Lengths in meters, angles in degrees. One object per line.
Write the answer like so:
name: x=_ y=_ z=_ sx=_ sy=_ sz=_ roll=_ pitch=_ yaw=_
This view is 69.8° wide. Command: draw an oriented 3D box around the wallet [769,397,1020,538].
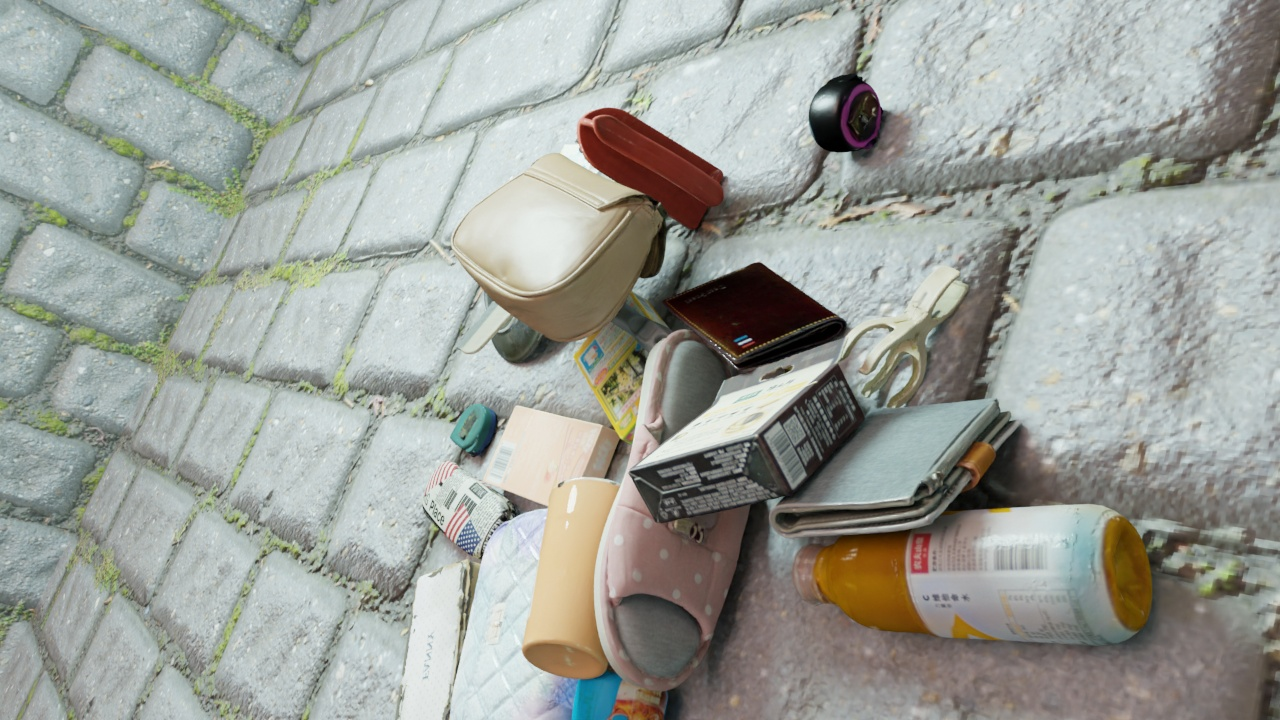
wallet: x=0.152 y=0.064 z=0.535 sx=0.107 sy=0.037 sz=0.129 roll=-11 pitch=15 yaw=45

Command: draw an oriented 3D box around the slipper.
slipper: x=0.032 y=0.094 z=0.652 sx=0.055 sy=0.114 sz=0.273 roll=-25 pitch=42 yaw=43

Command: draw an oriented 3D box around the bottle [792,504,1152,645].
bottle: x=0.169 y=0.117 z=0.502 sx=0.190 sy=0.068 sz=0.067 roll=-14 pitch=56 yaw=46

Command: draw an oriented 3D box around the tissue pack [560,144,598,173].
tissue pack: x=-0.051 y=-0.177 z=0.972 sx=0.140 sy=0.063 sz=0.090 roll=17 pitch=81 yaw=54

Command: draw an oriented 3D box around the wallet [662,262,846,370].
wallet: x=0.085 y=-0.036 z=0.708 sx=0.096 sy=0.020 sz=0.122 roll=-19 pitch=32 yaw=-17

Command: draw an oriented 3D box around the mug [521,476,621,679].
mug: x=-0.041 y=0.154 z=0.646 sx=0.078 sy=0.078 sz=0.122 roll=-27 pitch=35 yaw=38

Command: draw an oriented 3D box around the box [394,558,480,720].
box: x=-0.166 y=0.262 z=0.819 sx=0.090 sy=0.059 sz=0.183 roll=-26 pitch=46 yaw=37

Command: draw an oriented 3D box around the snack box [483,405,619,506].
snack box: x=-0.086 y=0.092 z=0.863 sx=0.157 sy=0.026 sz=0.084 roll=8 pitch=72 yaw=52

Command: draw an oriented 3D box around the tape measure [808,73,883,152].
tape measure: x=0.165 y=-0.195 z=0.730 sx=0.039 sy=0.057 sz=0.057 roll=15 pitch=70 yaw=52

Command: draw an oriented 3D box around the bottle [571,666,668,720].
bottle: x=-0.033 y=0.319 z=0.611 sx=0.065 sy=0.065 sz=0.218 roll=-10 pitch=59 yaw=47

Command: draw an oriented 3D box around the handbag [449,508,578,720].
handbag: x=-0.086 y=0.220 z=0.734 sx=0.134 sy=0.075 sz=0.193 roll=-19 pitch=53 yaw=42

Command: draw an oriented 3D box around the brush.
brush: x=0.007 y=-0.181 z=0.835 sx=0.063 sy=0.145 sz=0.069 roll=-63 pitch=22 yaw=-3

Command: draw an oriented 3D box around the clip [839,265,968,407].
clip: x=0.168 y=-0.021 z=0.601 sx=0.035 sy=0.092 sz=0.103 roll=39 pitch=108 yaw=54

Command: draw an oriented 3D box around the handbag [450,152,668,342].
handbag: x=-0.070 y=-0.098 z=0.800 sx=0.147 sy=0.100 sz=0.204 roll=-46 pitch=42 yaw=-7

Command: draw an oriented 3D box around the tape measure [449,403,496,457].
tape measure: x=-0.181 y=0.074 z=0.992 sx=0.058 sy=0.025 sz=0.054 roll=23 pitch=86 yaw=53

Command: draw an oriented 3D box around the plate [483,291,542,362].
plate: x=-0.140 y=-0.086 z=1.001 sx=0.180 sy=0.024 sz=0.179 roll=-11 pitch=78 yaw=59

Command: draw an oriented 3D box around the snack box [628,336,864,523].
snack box: x=0.072 y=0.045 z=0.586 sx=0.113 sy=0.053 sz=0.125 roll=-22 pitch=7 yaw=46

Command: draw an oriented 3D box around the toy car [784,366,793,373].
toy car: x=0.110 y=0.041 z=0.651 sx=0.091 sy=0.036 sz=0.043 roll=-61 pitch=34 yaw=7

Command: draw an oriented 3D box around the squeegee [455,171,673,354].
squeegee: x=-0.030 y=-0.052 z=0.831 sx=0.246 sy=0.039 sz=0.246 roll=-51 pitch=42 yaw=-2

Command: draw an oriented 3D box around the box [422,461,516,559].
box: x=-0.171 y=0.150 z=0.922 sx=0.164 sy=0.057 sz=0.071 roll=24 pitch=102 yaw=55

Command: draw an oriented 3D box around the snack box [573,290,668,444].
snack box: x=-0.005 y=0.005 z=0.821 sx=0.087 sy=0.033 sz=0.140 roll=-51 pitch=35 yaw=13
